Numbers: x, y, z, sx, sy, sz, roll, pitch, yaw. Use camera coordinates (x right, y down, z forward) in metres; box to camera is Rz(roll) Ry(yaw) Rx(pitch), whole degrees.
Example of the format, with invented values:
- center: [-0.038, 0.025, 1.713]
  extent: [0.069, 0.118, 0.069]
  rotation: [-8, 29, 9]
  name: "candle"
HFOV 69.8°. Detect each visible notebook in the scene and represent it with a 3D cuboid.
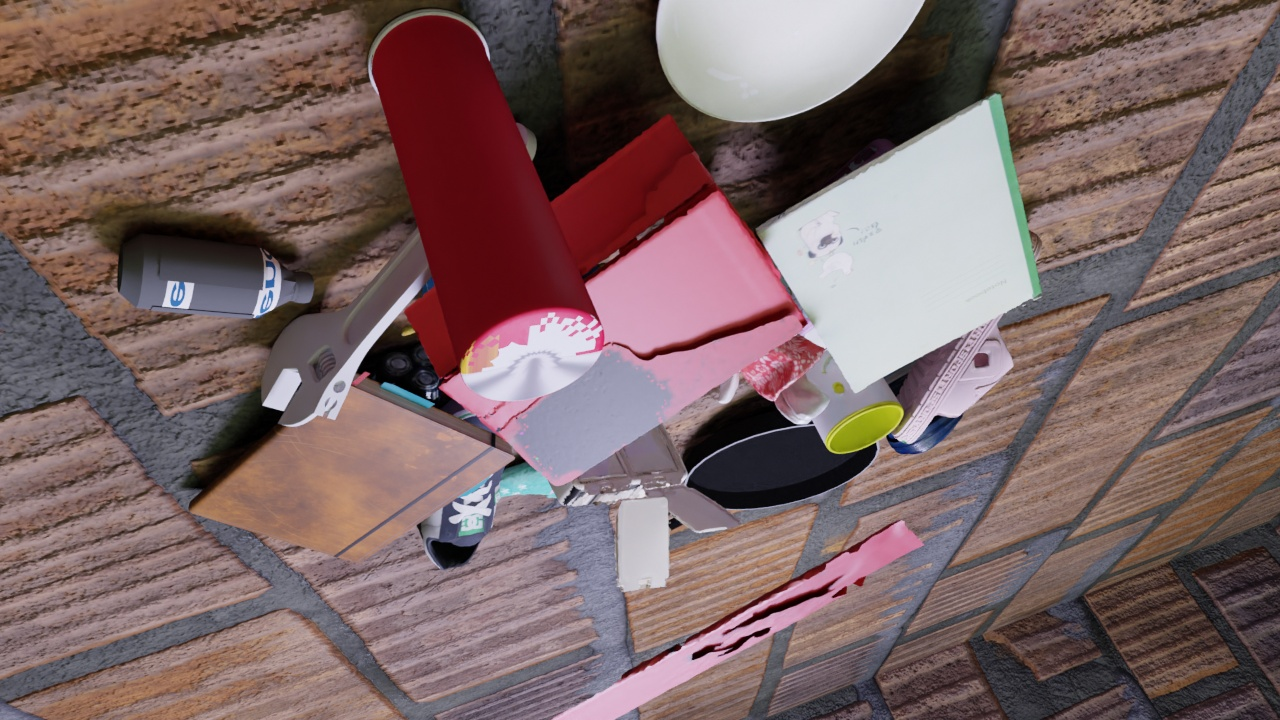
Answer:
- center: [-0.227, 0.096, 0.754]
  extent: [0.250, 0.014, 0.178]
  rotation: [-34, 134, 31]
  name: "notebook"
- center: [0.212, -0.075, 0.711]
  extent: [0.182, 0.010, 0.252]
  rotation: [-29, 141, 12]
  name: "notebook"

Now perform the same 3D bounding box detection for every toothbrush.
- center: [-0.005, 0.005, 0.845]
  extent: [0.180, 0.016, 0.016]
  rotation: [0, 143, -29]
  name: "toothbrush"

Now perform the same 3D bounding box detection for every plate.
- center: [0.090, -0.226, 0.548]
  extent: [0.182, 0.034, 0.183]
  rotation: [-16, 147, -11]
  name: "plate"

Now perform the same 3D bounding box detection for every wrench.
- center: [-0.167, -0.057, 0.616]
  extent: [0.274, 0.086, 0.018]
  rotation: [-46, 143, 15]
  name: "wrench"

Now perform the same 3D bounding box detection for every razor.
- center: [-0.219, 0.037, 0.733]
  extent: [0.152, 0.053, 0.067]
  rotation: [-26, 137, 17]
  name: "razor"

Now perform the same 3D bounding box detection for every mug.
- center: [0.202, 0.027, 0.921]
  extent: [0.082, 0.106, 0.083]
  rotation: [-16, 148, -11]
  name: "mug"

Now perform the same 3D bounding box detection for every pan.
- center: [0.113, 0.145, 1.092]
  extent: [0.225, 0.034, 0.357]
  rotation: [21, 138, -42]
  name: "pan"

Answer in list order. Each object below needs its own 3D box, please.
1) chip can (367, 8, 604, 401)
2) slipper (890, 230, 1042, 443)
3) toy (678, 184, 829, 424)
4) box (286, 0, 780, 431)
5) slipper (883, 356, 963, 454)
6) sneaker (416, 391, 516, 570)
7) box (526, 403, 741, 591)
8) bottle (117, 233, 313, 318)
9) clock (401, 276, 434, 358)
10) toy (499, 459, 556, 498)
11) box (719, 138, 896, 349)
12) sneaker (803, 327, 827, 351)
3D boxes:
- center: [-0.084, -0.086, 0.469]
  extent: [0.069, 0.220, 0.069]
  rotation: [-16, 147, -11]
  name: "chip can"
- center: [0.329, -0.013, 0.898]
  extent: [0.240, 0.064, 0.094]
  rotation: [-62, 180, 15]
  name: "slipper"
- center: [0.069, -0.028, 0.721]
  extent: [0.159, 0.194, 0.084]
  rotation: [-43, -177, 35]
  name: "toy"
- center: [-0.077, -0.132, 0.648]
  extent: [0.214, 0.325, 0.153]
  rotation: [-35, 163, 12]
  name: "box"
- center: [0.324, 0.060, 1.061]
  extent: [0.105, 0.095, 0.252]
  rotation: [-31, 150, 17]
  name: "slipper"
- center: [-0.160, 0.119, 0.853]
  extent: [0.084, 0.079, 0.236]
  rotation: [-4, 143, -26]
  name: "sneaker"
- center: [0.000, 0.109, 0.833]
  extent: [0.143, 0.191, 0.069]
  rotation: [-2, 141, -42]
  name: "box"
- center: [-0.262, -0.051, 0.573]
  extent: [0.112, 0.047, 0.047]
  rotation: [5, 138, -37]
  name: "bottle"
- center: [-0.090, -0.040, 0.686]
  extent: [0.161, 0.060, 0.117]
  rotation: [0, 140, -35]
  name: "clock"
- center: [-0.105, 0.127, 0.947]
  extent: [0.105, 0.033, 0.085]
  rotation: [9, 146, -42]
  name: "toy"
- center: [0.142, -0.087, 0.759]
  extent: [0.077, 0.096, 0.215]
  rotation: [36, 119, -24]
  name: "box"
- center: [0.226, -0.071, 0.809]
  extent: [0.118, 0.087, 0.242]
  rotation: [8, 136, -40]
  name: "sneaker"
